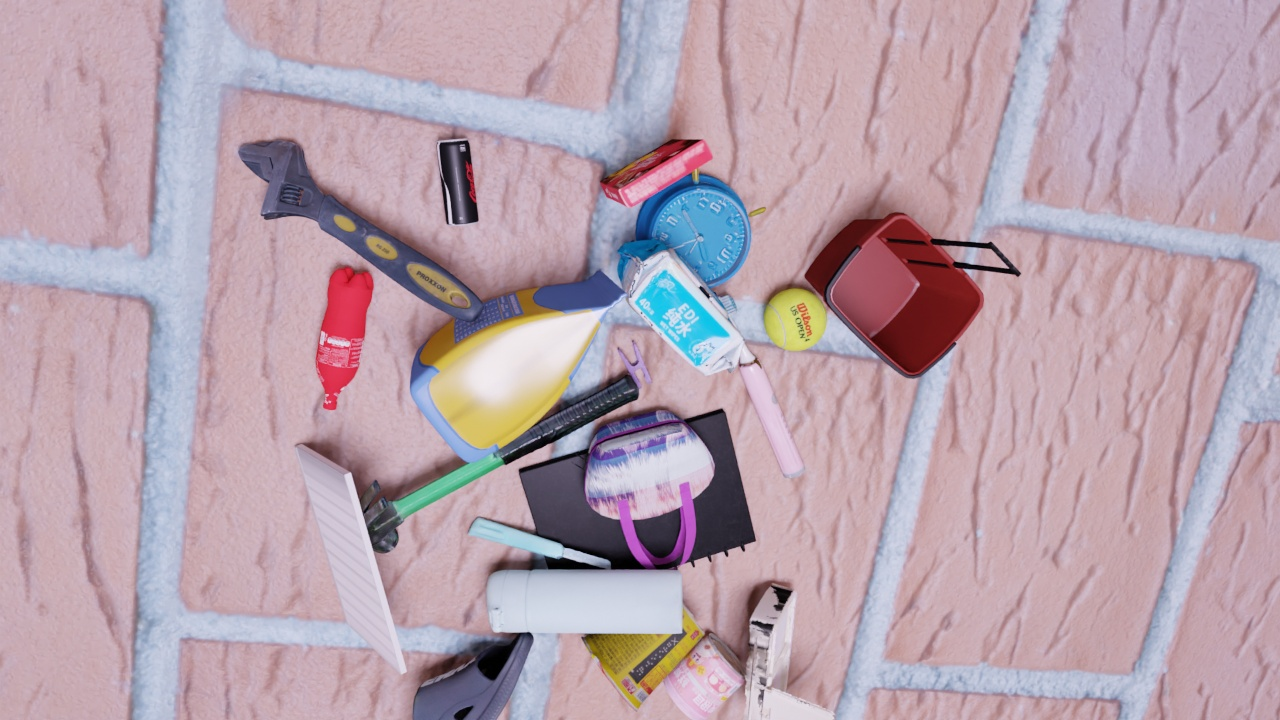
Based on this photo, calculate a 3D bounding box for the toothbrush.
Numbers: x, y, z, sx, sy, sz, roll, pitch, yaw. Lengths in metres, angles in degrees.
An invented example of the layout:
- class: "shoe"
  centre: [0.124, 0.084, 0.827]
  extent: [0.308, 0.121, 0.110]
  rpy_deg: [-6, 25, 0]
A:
- class: "toothbrush"
  centre: [0.128, 0.029, 0.990]
  extent: [0.027, 0.027, 0.223]
  rpy_deg: [-16, 109, 24]

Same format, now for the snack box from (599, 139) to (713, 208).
- class: "snack box"
  centre: [0.012, -0.178, 0.861]
  extent: [0.089, 0.133, 0.021]
  rpy_deg: [-31, 107, -2]

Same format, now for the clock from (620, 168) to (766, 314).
- class: "clock"
  centre: [0.047, -0.111, 0.923]
  extent: [0.116, 0.060, 0.161]
  rpy_deg: [29, 100, -16]

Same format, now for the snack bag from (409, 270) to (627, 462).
- class: "snack bag"
  centre: [-0.109, -0.015, 0.870]
  extent: [0.205, 0.159, 0.102]
  rpy_deg: [-36, 107, -1]

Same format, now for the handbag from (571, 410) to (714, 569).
- class: "handbag"
  centre: [0.012, 0.147, 0.970]
  extent: [0.144, 0.068, 0.170]
  rpy_deg: [-14, 111, -6]

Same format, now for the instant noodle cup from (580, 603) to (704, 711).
- class: "instant noodle cup"
  centre: [0.008, 0.311, 1.015]
  extent: [0.112, 0.100, 0.100]
  rpy_deg: [-38, 108, -10]

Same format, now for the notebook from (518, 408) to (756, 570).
- class: "notebook"
  centre: [0.001, 0.164, 1.009]
  extent: [0.231, 0.019, 0.169]
  rpy_deg: [-16, 105, -5]

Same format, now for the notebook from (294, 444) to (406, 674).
- class: "notebook"
  centre: [-0.288, 0.193, 0.907]
  extent: [0.009, 0.143, 0.210]
  rpy_deg: [-21, 109, -34]

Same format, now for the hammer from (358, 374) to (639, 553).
- class: "hammer"
  centre: [-0.145, 0.099, 0.934]
  extent: [0.318, 0.130, 0.032]
  rpy_deg: [-27, 69, -10]

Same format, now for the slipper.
- class: "slipper"
  centre: [-0.210, 0.383, 0.993]
  extent: [0.083, 0.110, 0.268]
  rpy_deg: [36, 101, 0]

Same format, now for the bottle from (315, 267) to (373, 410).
- class: "bottle"
  centre: [-0.292, -0.020, 0.897]
  extent: [0.042, 0.042, 0.142]
  rpy_deg: [11, 102, -13]

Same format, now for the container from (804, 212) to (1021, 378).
- class: "container"
  centre: [0.260, -0.066, 0.898]
  extent: [0.148, 0.201, 0.127]
  rpy_deg: [41, 94, -17]

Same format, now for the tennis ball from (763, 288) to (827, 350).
- class: "tennis ball"
  centre: [0.162, -0.043, 0.958]
  extent: [0.065, 0.065, 0.065]
  rpy_deg: [-2, 105, -9]

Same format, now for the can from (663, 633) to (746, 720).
- class: "can"
  centre: [0.073, 0.362, 1.046]
  extent: [0.076, 0.067, 0.067]
  rpy_deg: [-44, 107, 3]

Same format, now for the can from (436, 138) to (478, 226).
- class: "can"
  centre: [-0.176, -0.172, 0.883]
  extent: [0.031, 0.031, 0.080]
  rpy_deg: [-7, 105, -8]

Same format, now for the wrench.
- class: "wrench"
  centre: [-0.259, -0.117, 0.844]
  extent: [0.273, 0.022, 0.073]
  rpy_deg: [33, 78, 5]

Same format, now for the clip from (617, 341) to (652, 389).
- class: "clip"
  centre: [-0.004, 0.005, 0.969]
  extent: [0.036, 0.013, 0.052]
  rpy_deg: [-29, 110, -1]

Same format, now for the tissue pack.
- class: "tissue pack"
  centre: [0.036, -0.054, 0.859]
  extent: [0.062, 0.092, 0.144]
  rpy_deg: [-43, 109, 9]

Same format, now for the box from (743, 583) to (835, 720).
- class: "box"
  centre: [0.159, 0.348, 0.994]
  extent: [0.101, 0.186, 0.145]
  rpy_deg: [5, 109, 8]

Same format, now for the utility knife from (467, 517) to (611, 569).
- class: "utility knife"
  centre: [-0.107, 0.199, 0.982]
  extent: [0.158, 0.015, 0.022]
  rpy_deg: [16, 99, 1]

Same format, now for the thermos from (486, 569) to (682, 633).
- class: "thermos"
  centre: [-0.060, 0.252, 0.963]
  extent: [0.207, 0.077, 0.065]
  rpy_deg: [-1, 112, 4]
